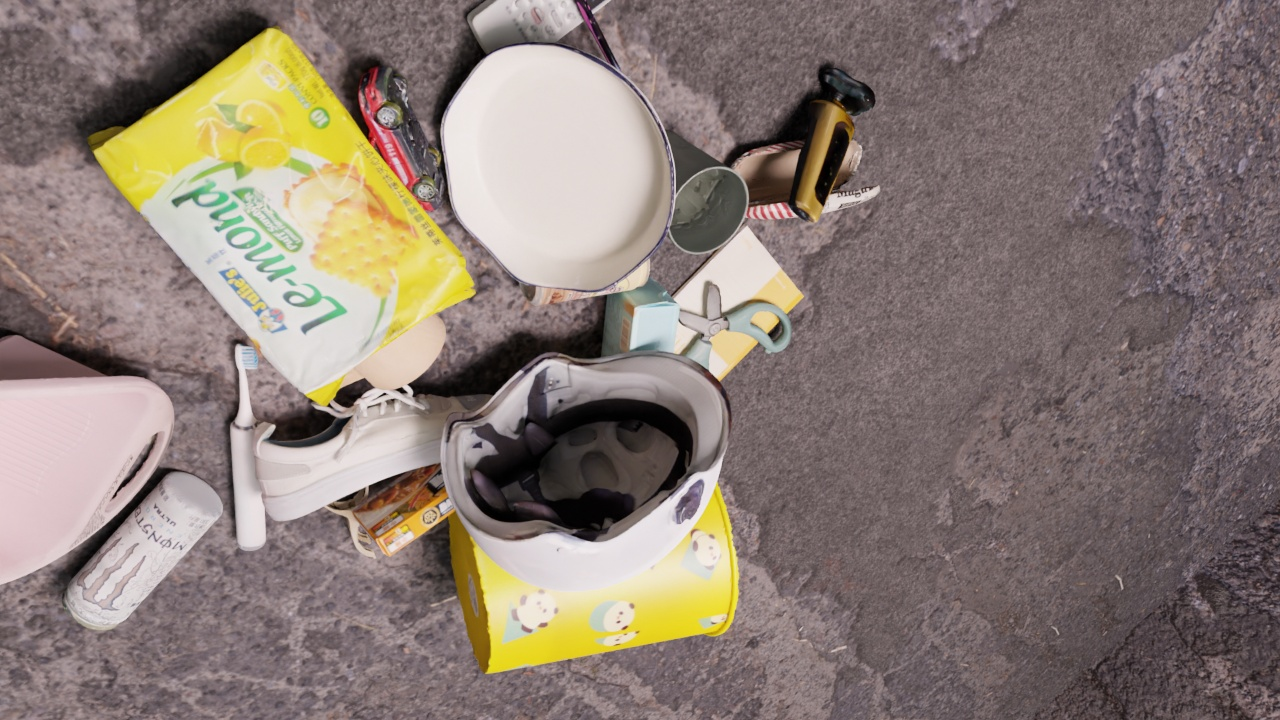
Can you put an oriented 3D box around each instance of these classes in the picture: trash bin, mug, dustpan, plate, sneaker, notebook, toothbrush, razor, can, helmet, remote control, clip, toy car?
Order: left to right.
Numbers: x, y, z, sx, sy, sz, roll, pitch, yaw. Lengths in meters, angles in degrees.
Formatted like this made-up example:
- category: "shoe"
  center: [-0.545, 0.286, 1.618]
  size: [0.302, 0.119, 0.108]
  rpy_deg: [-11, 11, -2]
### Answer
- category: "dustpan"
  center: [-0.455, 0.097, 0.653]
  size: [0.139, 0.273, 0.223]
  rpy_deg: [34, 104, -18]
- category: "can"
  center: [-0.440, 0.168, 0.812]
  size: [0.147, 0.058, 0.058]
  rpy_deg: [-46, 134, 5]
- category: "toothbrush"
  center: [-0.354, 0.081, 0.826]
  size: [0.026, 0.026, 0.221]
  rpy_deg: [6, 120, -10]
- category: "mug"
  center: [-0.247, -0.031, 0.785]
  size: [0.125, 0.084, 0.103]
  rpy_deg: [-21, 135, 17]
- category: "clip"
  center: [-0.280, 0.153, 0.924]
  size: [0.066, 0.034, 0.099]
  rpy_deg: [-23, 123, -15]
- category: "sneaker"
  center: [-0.237, 0.060, 0.853]
  size: [0.241, 0.090, 0.091]
  rpy_deg: [-20, 105, -31]
- category: "toy car"
  center: [-0.192, -0.172, 0.725]
  size: [0.045, 0.052, 0.121]
  rpy_deg: [-10, 136, 5]
- category: "remote control"
  center: [-0.066, -0.294, 0.738]
  size: [0.150, 0.021, 0.058]
  rpy_deg: [-38, 134, -2]
- category: "plate"
  center: [-0.064, -0.155, 0.747]
  size: [0.045, 0.205, 0.205]
  rpy_deg: [-54, 157, -54]
- category: "can"
  center: [-0.054, -0.089, 0.869]
  size: [0.116, 0.058, 0.059]
  rpy_deg: [-12, 127, -25]
- category: "trash bin"
  center: [-0.060, 0.209, 0.982]
  size: [0.255, 0.229, 0.230]
  rpy_deg: [-9, 126, -21]
- category: "toothbrush"
  center: [-0.039, -0.277, 0.743]
  size: [0.017, 0.014, 0.189]
  rpy_deg: [-47, 136, -10]
- category: "helmet"
  center: [-0.040, 0.110, 0.832]
  size: [0.258, 0.229, 0.146]
  rpy_deg: [-30, 136, -31]
- category: "mug"
  center: [0.020, -0.154, 0.839]
  size: [0.123, 0.103, 0.084]
  rpy_deg: [-12, 128, -24]
- category: "notebook"
  center: [0.078, -0.037, 1.024]
  size: [0.206, 0.010, 0.146]
  rpy_deg: [-45, 133, 4]
- category: "razor"
  center: [0.182, -0.207, 0.890]
  size: [0.062, 0.068, 0.167]
  rpy_deg: [39, 63, -39]

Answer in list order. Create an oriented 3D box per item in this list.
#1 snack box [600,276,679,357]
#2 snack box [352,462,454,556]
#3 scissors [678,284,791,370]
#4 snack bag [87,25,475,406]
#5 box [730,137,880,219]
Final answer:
- category: "snack box"
  center: [-0.006, 0.006, 0.945]
  size: [0.051, 0.074, 0.175]
  rpy_deg: [-4, 119, -22]
- category: "snack box"
  center: [-0.201, 0.124, 0.899]
  size: [0.153, 0.075, 0.026]
  rpy_deg: [-35, 122, -22]
- category: "scissors"
  center: [0.106, -0.020, 1.035]
  size: [0.181, 0.019, 0.170]
  rpy_deg: [-16, 128, -21]
- category: "snack bag"
  center: [-0.251, -0.105, 0.671]
  size: [0.158, 0.068, 0.246]
  rpy_deg: [-38, 105, -5]
- category: "box"
  center: [0.170, -0.172, 0.933]
  size: [0.162, 0.087, 0.076]
  rpy_deg: [-13, 143, -26]
